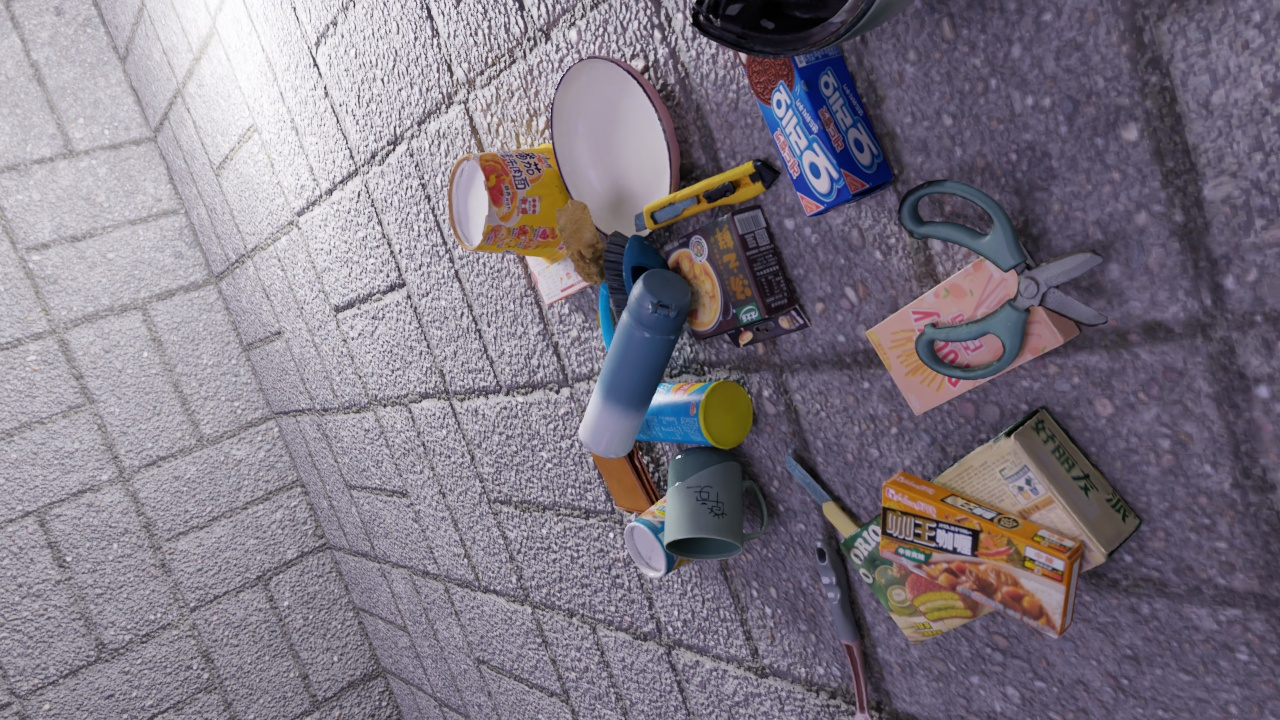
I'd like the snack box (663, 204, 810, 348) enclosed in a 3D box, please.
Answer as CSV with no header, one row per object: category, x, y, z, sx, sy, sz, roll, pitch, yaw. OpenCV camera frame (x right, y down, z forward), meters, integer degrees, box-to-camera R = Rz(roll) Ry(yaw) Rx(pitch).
snack box,0.090,-0.074,0.892,0.113,0.053,0.125,-19,91,56

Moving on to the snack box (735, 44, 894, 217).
snack box,0.129,-0.221,0.733,0.058,0.057,0.207,-20,96,59

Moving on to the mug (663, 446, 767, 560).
mug,0.083,0.156,1.000,0.082,0.111,0.106,101,174,-60

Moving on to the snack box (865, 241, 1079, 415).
snack box,0.254,-0.021,0.722,0.084,0.026,0.158,60,145,8

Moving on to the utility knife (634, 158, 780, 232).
utility knife,0.056,-0.151,0.868,0.171,0.015,0.033,-16,117,39

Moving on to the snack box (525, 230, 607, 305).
snack box,-0.084,-0.121,1.107,0.156,0.027,0.077,-17,97,55

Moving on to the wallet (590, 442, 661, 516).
wallet,-0.017,0.150,1.171,0.108,0.031,0.132,64,160,-4

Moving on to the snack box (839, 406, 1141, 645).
snack box,0.278,0.146,0.766,0.114,0.063,0.241,54,145,15

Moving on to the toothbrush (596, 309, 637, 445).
toothbrush,-0.028,0.025,1.135,0.016,0.016,0.190,16,123,49

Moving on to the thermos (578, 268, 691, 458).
thermos,-0.006,0.006,0.950,0.070,0.070,0.221,44,132,27

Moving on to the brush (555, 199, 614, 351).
brush,-0.045,-0.068,1.028,0.083,0.046,0.255,-114,6,-46

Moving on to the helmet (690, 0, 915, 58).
helmet,0.122,-0.336,0.583,0.231,0.156,0.274,-25,80,58

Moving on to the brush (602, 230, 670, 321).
brush,0.004,-0.079,0.969,0.073,0.055,0.144,13,152,15

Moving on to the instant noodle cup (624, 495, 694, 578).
instant noodle cup,0.044,0.197,1.067,0.099,0.109,0.099,30,133,39

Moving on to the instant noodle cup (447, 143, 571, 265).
instant noodle cup,-0.151,-0.181,1.056,0.138,0.109,0.138,14,108,53

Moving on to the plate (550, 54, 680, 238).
plate,-0.021,-0.219,0.949,0.192,0.038,0.193,32,135,39

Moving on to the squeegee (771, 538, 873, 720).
squeegee,0.219,0.299,0.966,0.248,0.040,0.249,-7,100,38

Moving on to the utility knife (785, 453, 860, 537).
utility knife,0.214,0.174,0.907,0.212,0.022,0.031,43,140,17

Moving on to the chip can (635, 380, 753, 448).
chip can,0.030,0.058,1.033,0.211,0.071,0.071,-2,109,54

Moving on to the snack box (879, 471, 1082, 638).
snack box,0.258,0.147,0.711,0.154,0.026,0.075,21,126,44

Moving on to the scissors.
scissors,0.244,-0.067,0.666,0.181,0.019,0.171,62,147,6
